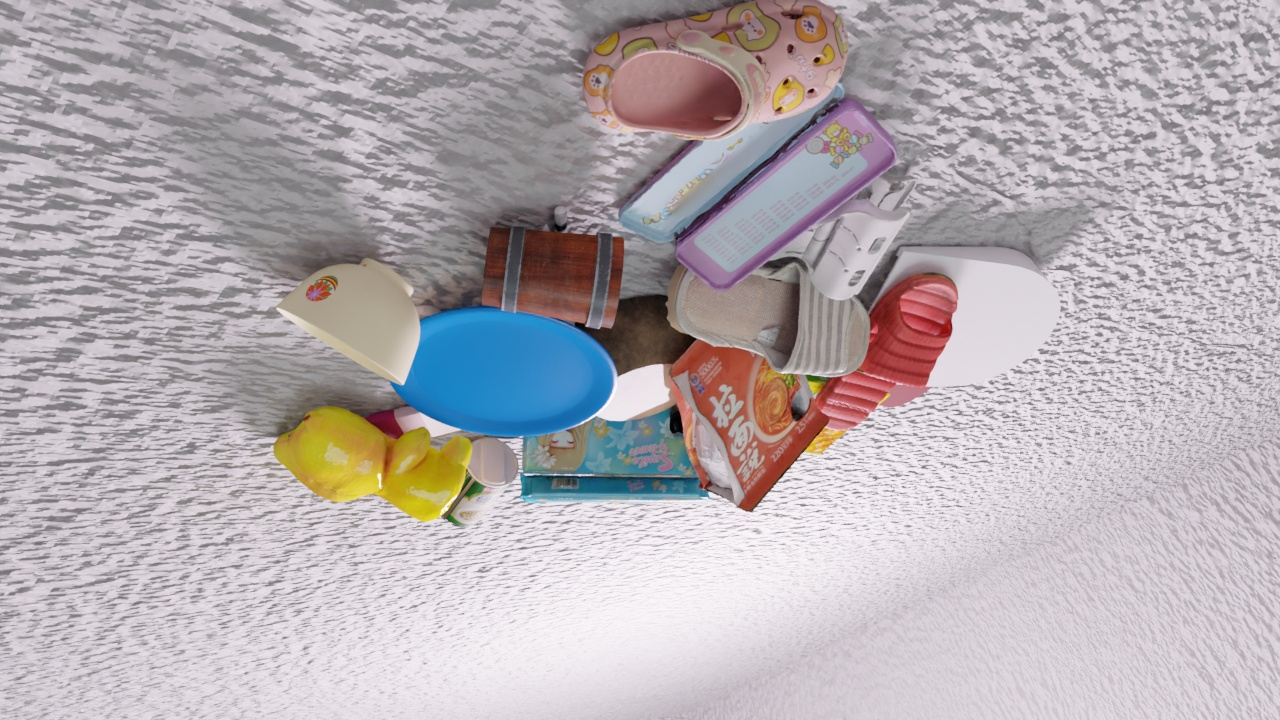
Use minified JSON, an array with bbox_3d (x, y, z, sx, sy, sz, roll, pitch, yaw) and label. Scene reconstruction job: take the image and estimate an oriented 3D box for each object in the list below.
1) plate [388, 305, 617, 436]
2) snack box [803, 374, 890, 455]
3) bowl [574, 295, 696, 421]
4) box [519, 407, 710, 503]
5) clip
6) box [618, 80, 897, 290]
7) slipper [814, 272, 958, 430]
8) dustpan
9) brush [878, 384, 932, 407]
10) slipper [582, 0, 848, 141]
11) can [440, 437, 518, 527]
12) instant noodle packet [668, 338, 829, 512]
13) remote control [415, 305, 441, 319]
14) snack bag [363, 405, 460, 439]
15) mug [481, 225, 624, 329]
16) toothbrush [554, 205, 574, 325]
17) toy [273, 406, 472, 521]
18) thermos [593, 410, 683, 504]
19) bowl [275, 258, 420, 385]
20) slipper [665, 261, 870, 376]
[{"bbox_3d":[-0.135,0.009,0.903,0.224,0.024,0.225,0,145,0],"label":"plate"},{"bbox_3d":[0.220,0.069,1.192,0.131,0.027,0.168,9,144,-21],"label":"snack box"},{"bbox_3d":[-0.006,0.006,0.985,0.162,0.070,0.162,-14,151,-8],"label":"bowl"},{"bbox_3d":[-0.030,0.130,1.099,0.227,0.086,0.169,2,134,-7],"label":"box"},{"bbox_3d":[0.194,-0.114,0.885,0.151,0.105,0.127,-16,151,-25],"label":"clip"},{"bbox_3d":[0.098,-0.156,0.793,0.151,0.040,0.215,28,128,-37],"label":"box"},{"bbox_3d":[0.289,0.006,1.064,0.103,0.059,0.249,10,131,-22],"label":"slipper"},{"bbox_3d":[0.375,-0.056,1.107,0.257,0.053,0.192,4,131,-18],"label":"dustpan"},{"bbox_3d":[0.323,0.017,1.223,0.173,0.041,0.082,13,139,-43],"label":"brush"},{"bbox_3d":[0.059,-0.194,0.653,0.197,0.081,0.093,-11,138,-7],"label":"slipper"},{"bbox_3d":[-0.202,0.151,1.130,0.067,0.067,0.121,2,146,-33],"label":"can"},{"bbox_3d":[0.111,0.033,1.012,0.164,0.084,0.221,-44,133,-22],"label":"instant noodle packet"},{"bbox_3d":[-0.218,-0.009,0.897,0.043,0.013,0.137,-5,149,-23],"label":"remote control"},{"bbox_3d":[-0.210,0.058,1.015,0.196,0.016,0.070,-13,151,-4],"label":"snack bag"},{"bbox_3d":[-0.078,-0.071,0.797,0.111,0.081,0.117,7,171,-8],"label":"mug"},{"bbox_3d":[-0.071,-0.081,0.858,0.017,0.012,0.187,-24,154,-17],"label":"toothbrush"},{"bbox_3d":[-0.284,0.115,0.976,0.193,0.087,0.135,22,147,-32],"label":"toy"},{"bbox_3d":[0.049,0.116,1.197,0.233,0.076,0.091,-33,127,24],"label":"thermos"},{"bbox_3d":[-0.228,-0.042,0.761,0.074,0.118,0.118,-60,153,-12],"label":"bowl"},{"bbox_3d":[0.145,-0.044,0.949,0.272,0.114,0.054,14,175,-33],"label":"slipper"}]
